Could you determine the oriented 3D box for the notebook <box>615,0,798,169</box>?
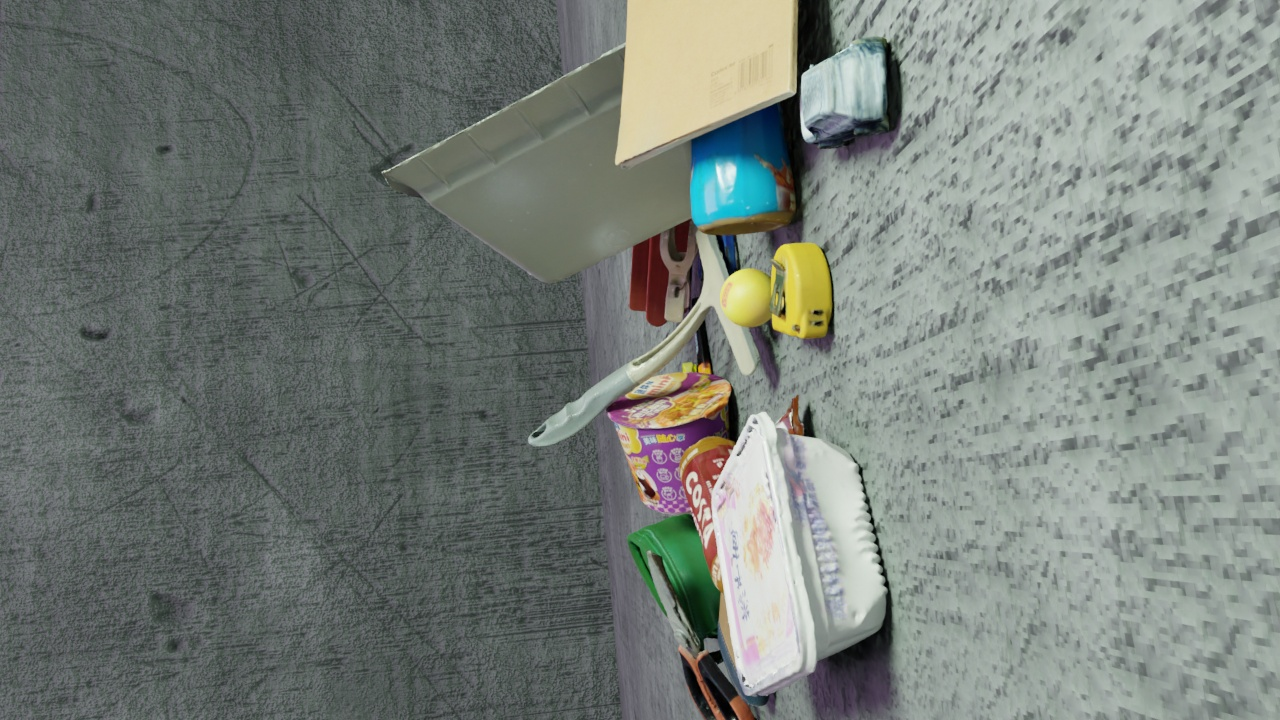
[{"bbox_3d":[0.037,-0.231,0.533,0.150,0.012,0.211,-8,78,53],"label":"notebook"}]

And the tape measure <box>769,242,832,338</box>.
[{"bbox_3d":[0.091,-0.040,0.542,0.060,0.029,0.057,-134,40,-79],"label":"tape measure"}]

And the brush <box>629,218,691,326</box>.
[{"bbox_3d":[0.022,-0.108,0.938,0.069,0.063,0.146,-84,-2,-52],"label":"brush"}]

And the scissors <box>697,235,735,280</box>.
[{"bbox_3d":[0.064,-0.129,0.786,0.163,0.012,0.175,99,167,-60],"label":"scissors"}]

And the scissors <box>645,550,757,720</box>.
[{"bbox_3d":[0.054,0.253,0.790,0.177,0.015,0.211,40,149,26],"label":"scissors"}]

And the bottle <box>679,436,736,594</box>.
[{"bbox_3d":[0.072,0.127,0.696,0.174,0.057,0.057,-106,13,-60],"label":"bottle"}]

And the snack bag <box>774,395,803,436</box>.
[{"bbox_3d":[0.092,0.063,0.611,0.105,0.026,0.045,101,172,-63],"label":"snack bag"}]

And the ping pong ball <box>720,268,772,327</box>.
[{"bbox_3d":[0.075,-0.043,0.628,0.040,0.040,0.040,174,91,-83],"label":"ping pong ball"}]

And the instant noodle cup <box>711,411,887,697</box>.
[{"bbox_3d":[0.090,0.117,0.536,0.174,0.060,0.137,97,166,-65],"label":"instant noodle cup"}]

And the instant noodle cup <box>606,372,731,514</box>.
[{"bbox_3d":[0.032,0.076,0.819,0.111,0.111,0.099,-113,12,-70],"label":"instant noodle cup"}]

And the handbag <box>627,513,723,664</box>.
[{"bbox_3d":[0.043,0.213,0.870,0.131,0.068,0.120,-171,64,-73],"label":"handbag"}]

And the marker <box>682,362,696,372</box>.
[{"bbox_3d":[0.056,0.060,0.978,0.018,0.015,0.124,-109,13,-68],"label":"marker"}]

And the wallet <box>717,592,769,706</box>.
[{"bbox_3d":[0.087,0.207,0.743,0.090,0.033,0.115,-112,19,-60],"label":"wallet"}]

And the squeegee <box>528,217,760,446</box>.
[{"bbox_3d":[-0.005,0.005,0.777,0.247,0.039,0.246,-42,34,23],"label":"squeegee"}]

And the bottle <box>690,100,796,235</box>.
[{"bbox_3d":[0.057,-0.191,0.572,0.065,0.065,0.218,-173,78,-83],"label":"bottle"}]

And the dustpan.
[{"bbox_3d":[-0.054,-0.177,0.759,0.258,0.223,0.142,47,-157,-56],"label":"dustpan"}]

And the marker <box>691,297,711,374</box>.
[{"bbox_3d":[0.059,-0.005,0.892,0.018,0.015,0.123,115,152,-64],"label":"marker"}]

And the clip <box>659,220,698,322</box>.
[{"bbox_3d":[0.039,-0.090,0.879,0.076,0.035,0.101,-62,-25,-64],"label":"clip"}]

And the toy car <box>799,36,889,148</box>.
[{"bbox_3d":[0.094,-0.127,0.443,0.090,0.034,0.043,-127,30,-81],"label":"toy car"}]
